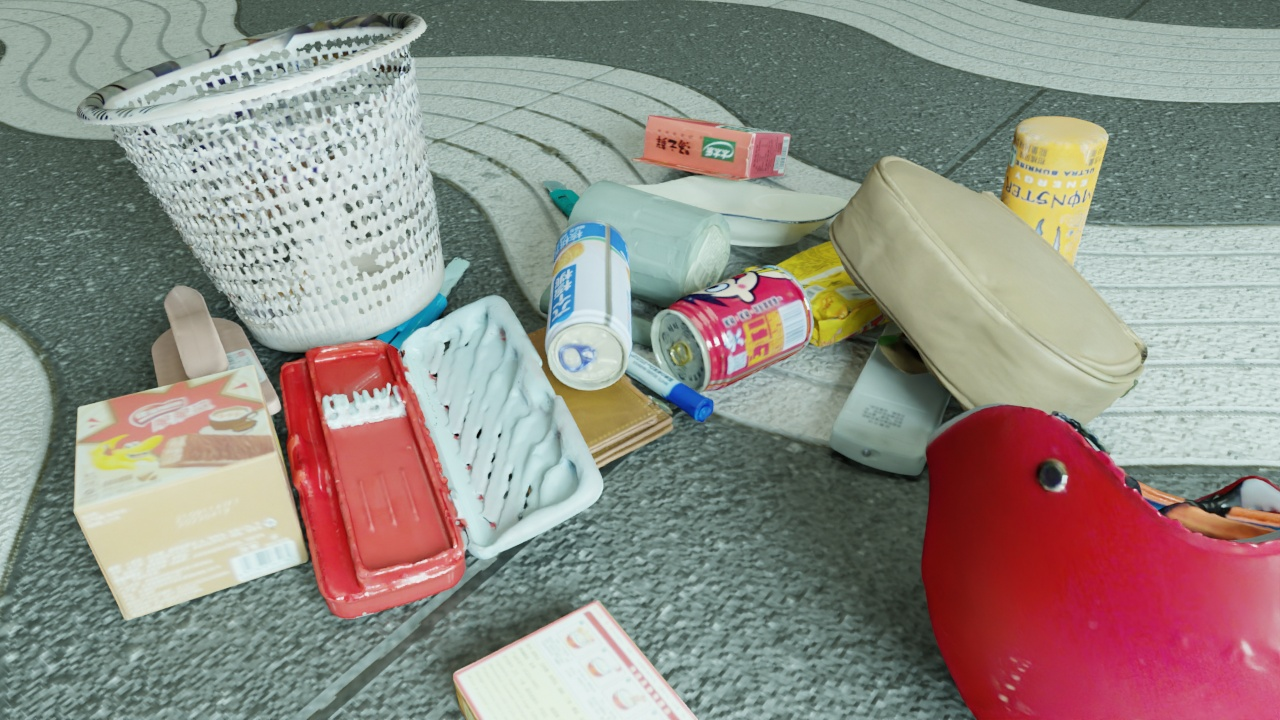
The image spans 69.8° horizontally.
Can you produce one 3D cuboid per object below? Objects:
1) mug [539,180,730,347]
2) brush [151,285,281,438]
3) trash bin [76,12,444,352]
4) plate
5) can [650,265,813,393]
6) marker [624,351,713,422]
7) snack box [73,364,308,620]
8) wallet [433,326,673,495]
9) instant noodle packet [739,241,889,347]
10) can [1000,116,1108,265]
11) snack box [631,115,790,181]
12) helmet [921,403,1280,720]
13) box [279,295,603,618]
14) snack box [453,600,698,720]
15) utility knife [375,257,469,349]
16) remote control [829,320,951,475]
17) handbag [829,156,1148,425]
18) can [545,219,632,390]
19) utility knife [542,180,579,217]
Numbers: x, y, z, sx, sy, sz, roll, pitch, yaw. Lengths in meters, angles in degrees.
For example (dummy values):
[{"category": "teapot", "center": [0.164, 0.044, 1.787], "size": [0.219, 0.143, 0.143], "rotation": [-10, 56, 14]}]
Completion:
[{"category": "mug", "center": [-0.003, -0.071, 0.701], "size": [0.103, 0.084, 0.123], "rotation": [20, 66, 26]}, {"category": "brush", "center": [-0.281, 0.003, 0.594], "size": [0.063, 0.073, 0.145], "rotation": [-20, 36, -23]}, {"category": "trash bin", "center": [-0.237, -0.122, 0.652], "size": [0.227, 0.192, 0.227], "rotation": [-9, 31, 5]}, {"category": "plate", "center": [0.083, -0.127, 0.783], "size": [0.164, 0.034, 0.163], "rotation": [17, 24, 29]}, {"category": "can", "center": [0.061, -0.020, 0.619], "size": [0.093, 0.067, 0.066], "rotation": [-24, 40, -29]}, {"category": "marker", "center": [-0.004, 0.004, 0.625], "size": [0.016, 0.017, 0.146], "rotation": [-24, 37, -30]}, {"category": "snack box", "center": [-0.240, 0.066, 0.493], "size": [0.092, 0.077, 0.094], "rotation": [-16, 36, -20]}, {"category": "wallet", "center": [-0.052, 0.023, 0.589], "size": [0.118, 0.035, 0.131], "rotation": [-21, 40, -29]}, {"category": "instant noodle packet", "center": [0.147, -0.052, 0.685], "size": [0.128, 0.044, 0.111], "rotation": [-19, 31, -30]}, {"category": "can", "center": [0.282, -0.095, 0.651], "size": [0.058, 0.146, 0.058], "rotation": [-1, 34, 1]}, {"category": "snack box", "center": [0.070, -0.207, 0.887], "size": [0.113, 0.044, 0.126], "rotation": [16, 19, 23]}, {"category": "helmet", "center": [0.221, 0.103, 0.343], "size": [0.240, 0.144, 0.206], "rotation": [13, 1, 23]}, {"category": "box", "center": [-0.123, 0.043, 0.534], "size": [0.160, 0.050, 0.201], "rotation": [-20, 43, -13]}, {"category": "snack box", "center": [-0.009, 0.170, 0.374], "size": [0.076, 0.027, 0.156], "rotation": [-22, 39, -26]}, {"category": "utility knife", "center": [-0.170, -0.031, 0.690], "size": [0.034, 0.018, 0.207], "rotation": [5, 33, 10]}, {"category": "remote control", "center": [0.170, 0.020, 0.595], "size": [0.058, 0.021, 0.149], "rotation": [17, 38, 21]}, {"category": "handbag", "center": [0.211, -0.036, 0.575], "size": [0.147, 0.100, 0.204], "rotation": [1, 46, -36]}, {"category": "can", "center": [-0.033, -0.039, 0.602], "size": [0.053, 0.053, 0.134], "rotation": [-2, 35, -1]}, {"category": "utility knife", "center": [-0.055, -0.135, 0.843], "size": [0.029, 0.013, 0.178], "rotation": [-15, 36, -21]}]
